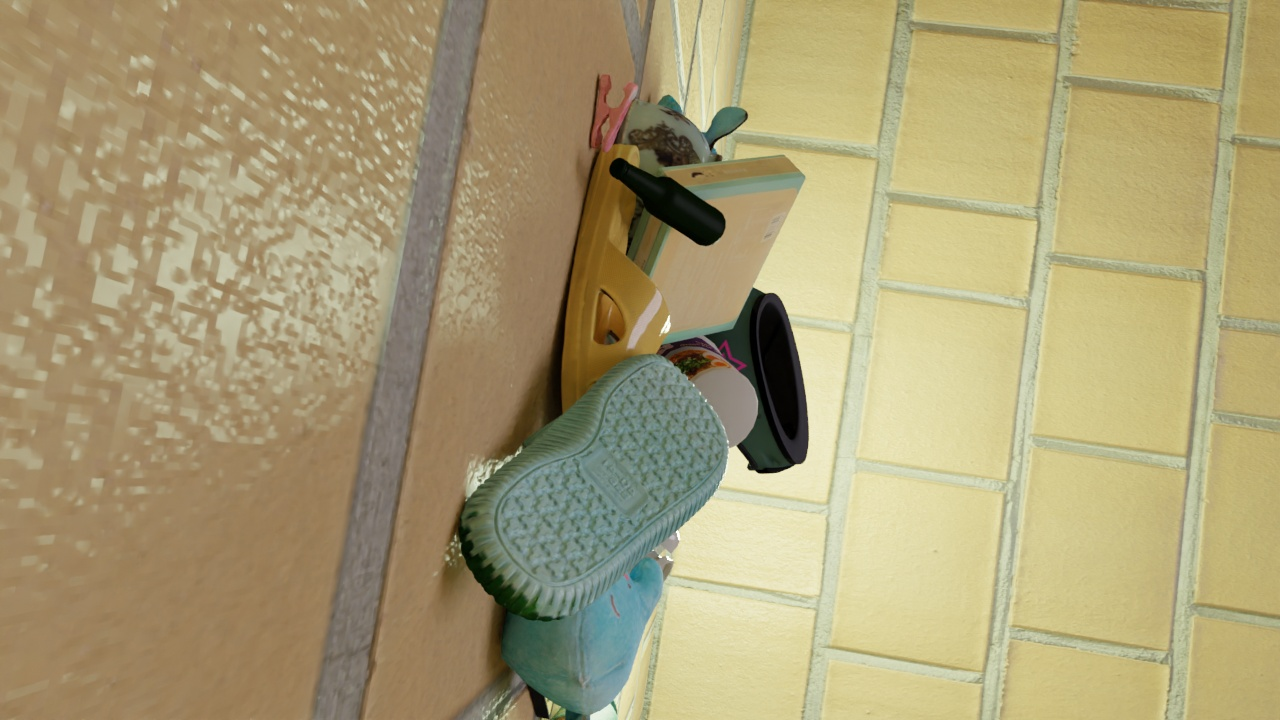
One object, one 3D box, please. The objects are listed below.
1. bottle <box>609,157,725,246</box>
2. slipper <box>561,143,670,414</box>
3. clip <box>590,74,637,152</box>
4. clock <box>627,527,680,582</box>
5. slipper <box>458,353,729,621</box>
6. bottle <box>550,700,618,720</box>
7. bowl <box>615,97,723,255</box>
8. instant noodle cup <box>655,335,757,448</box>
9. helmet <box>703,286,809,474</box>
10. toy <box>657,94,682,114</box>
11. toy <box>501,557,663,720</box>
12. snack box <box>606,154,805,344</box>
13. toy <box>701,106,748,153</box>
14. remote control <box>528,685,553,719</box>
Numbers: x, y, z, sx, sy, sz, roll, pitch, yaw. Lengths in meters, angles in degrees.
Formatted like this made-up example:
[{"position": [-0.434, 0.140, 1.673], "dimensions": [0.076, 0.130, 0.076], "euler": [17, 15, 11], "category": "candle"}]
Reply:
[{"position": [0.020, -0.124, 0.708], "dimensions": [0.122, 0.033, 0.033], "euler": [23, 72, -48], "category": "bottle"}, {"position": [-0.014, -0.048, 0.726], "dimensions": [0.099, 0.078, 0.263], "euler": [75, 22, -73], "category": "slipper"}, {"position": [-0.018, -0.190, 0.703], "dimensions": [0.023, 0.045, 0.059], "euler": [-26, 111, -78], "category": "clip"}, {"position": [-0.009, 0.198, 0.847], "dimensions": [0.158, 0.061, 0.120], "euler": [-34, 156, -37], "category": "clock"}, {"position": [-0.026, 0.081, 0.592], "dimensions": [0.070, 0.116, 0.275], "euler": [-50, 172, 33], "category": "slipper"}, {"position": [-0.056, 0.378, 0.940], "dimensions": [0.210, 0.068, 0.068], "euler": [65, 34, -79], "category": "bottle"}, {"position": [0.028, -0.166, 0.881], "dimensions": [0.160, 0.094, 0.160], "euler": [10, 88, -85], "category": "bowl"}, {"position": [0.053, 0.031, 0.925], "dimensions": [0.137, 0.121, 0.122], "euler": [64, -11, -18], "category": "instant noodle cup"}, {"position": [0.082, 0.038, 1.112], "dimensions": [0.176, 0.201, 0.275], "euler": [-45, 123, -56], "category": "helmet"}, {"position": [0.030, -0.223, 0.993], "dimensions": [0.092, 0.062, 0.132], "euler": [-34, -120, 54], "category": "toy"}, {"position": [-0.040, 0.174, 0.678], "dimensions": [0.180, 0.115, 0.184], "euler": [-94, -178, -66], "category": "toy"}, {"position": [0.055, -0.095, 0.847], "dimensions": [0.044, 0.141, 0.194], "euler": [56, -38, 30], "category": "snack box"}, {"position": [0.060, -0.210, 1.105], "dimensions": [0.191, 0.099, 0.224], "euler": [-83, -171, -62], "category": "toy"}, {"position": [-0.082, 0.264, 0.798], "dimensions": [0.134, 0.013, 0.058], "euler": [90, 10, -53], "category": "remote control"}]
